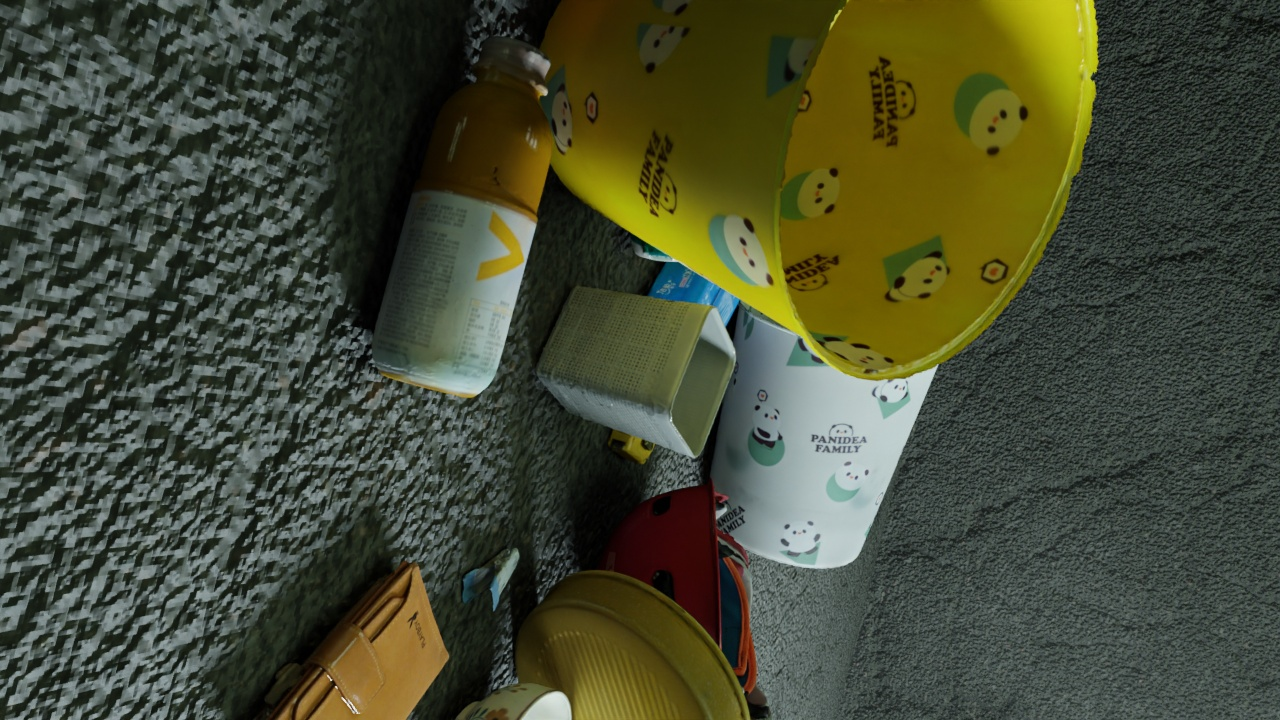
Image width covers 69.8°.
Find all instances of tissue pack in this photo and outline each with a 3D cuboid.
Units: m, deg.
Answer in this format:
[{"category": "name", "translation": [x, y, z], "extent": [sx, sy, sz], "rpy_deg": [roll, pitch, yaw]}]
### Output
[{"category": "tissue pack", "translation": [0.047, -0.056, 0.826], "extent": [0.156, 0.052, 0.095], "rpy_deg": [-59, 153, -33]}]

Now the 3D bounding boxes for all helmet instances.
[{"category": "helmet", "translation": [0.024, 0.215, 0.802], "extent": [0.240, 0.144, 0.206], "rpy_deg": [70, 13, -46]}]

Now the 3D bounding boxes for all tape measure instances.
[{"category": "tape measure", "translation": [-0.001, 0.063, 0.815], "extent": [0.057, 0.029, 0.060], "rpy_deg": [-70, 156, -14]}]

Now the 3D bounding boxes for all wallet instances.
[{"category": "wallet", "translation": [-0.165, 0.193, 0.529], "extent": [0.131, 0.031, 0.108], "rpy_deg": [-52, 149, -44]}]

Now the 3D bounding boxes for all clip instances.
[{"category": "clip", "translation": [-0.102, 0.153, 0.655], "extent": [0.058, 0.045, 0.027], "rpy_deg": [-46, 140, -64]}]

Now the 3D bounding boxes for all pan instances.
[{"category": "pan", "translation": [0.017, 0.323, 0.727], "extent": [0.078, 0.198, 0.357], "rpy_deg": [-31, 112, -48]}]

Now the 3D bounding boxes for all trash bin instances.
[{"category": "trash bin", "translation": [0.189, 0.074, 1.016], "extent": [0.229, 0.230, 0.252], "rpy_deg": [-21, 126, -62]}, {"category": "trash bin", "translation": [0.079, -0.141, 0.533], "extent": [0.229, 0.255, 0.230], "rpy_deg": [-17, 122, -31]}]

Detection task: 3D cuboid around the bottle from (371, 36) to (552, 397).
[{"category": "bottle", "translation": [-0.090, -0.077, 0.494], "extent": [0.068, 0.068, 0.189], "rpy_deg": [19, 86, -66]}]

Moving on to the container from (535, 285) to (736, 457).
[{"category": "container", "translation": [-0.004, 0.004, 0.669], "extent": [0.090, 0.114, 0.090], "rpy_deg": [-67, 155, -20]}]

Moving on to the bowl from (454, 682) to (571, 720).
[{"category": "bowl", "translation": [-0.105, 0.287, 0.669], "extent": [0.113, 0.062, 0.114], "rpy_deg": [-42, 139, -53]}]

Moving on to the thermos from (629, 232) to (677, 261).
[{"category": "thermos", "translation": [0.026, -0.184, 0.694], "extent": [0.073, 0.073, 0.224], "rpy_deg": [-38, 137, -54]}]
